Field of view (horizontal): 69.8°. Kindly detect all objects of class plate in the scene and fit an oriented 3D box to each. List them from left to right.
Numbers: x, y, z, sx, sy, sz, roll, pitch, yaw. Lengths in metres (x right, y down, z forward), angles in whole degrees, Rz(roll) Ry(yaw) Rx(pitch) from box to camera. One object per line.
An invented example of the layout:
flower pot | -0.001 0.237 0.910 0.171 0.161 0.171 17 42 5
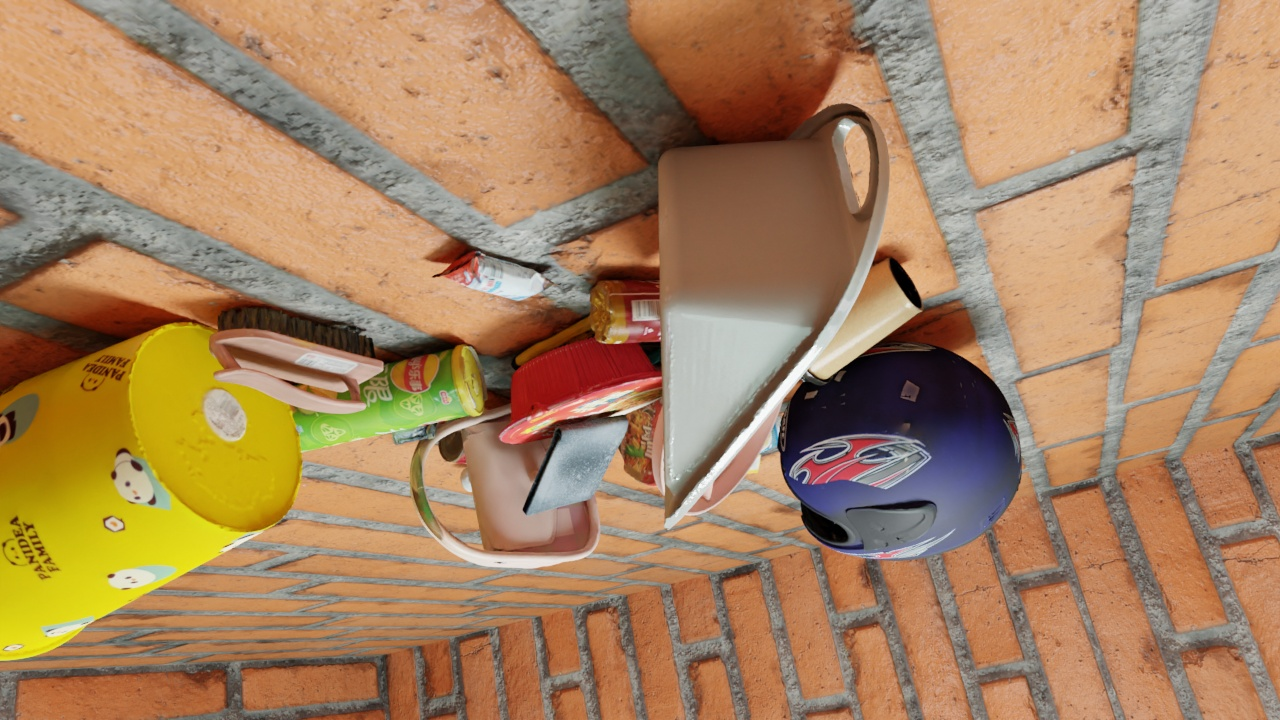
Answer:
plate | 0.086 0.055 0.971 0.028 0.229 0.229 25 180 32

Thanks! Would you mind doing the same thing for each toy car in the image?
toy car | -0.230 0.058 0.954 0.043 0.034 0.090 -8 -157 6

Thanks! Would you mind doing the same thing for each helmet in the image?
helmet | 0.287 0.106 1.120 0.240 0.246 0.316 37 139 -27

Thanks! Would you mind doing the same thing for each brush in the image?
brush | -0.295 0.001 0.780 0.063 0.073 0.145 -23 155 30

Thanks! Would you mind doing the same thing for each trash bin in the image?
trash bin | -0.447 0.099 0.768 0.256 0.229 0.229 -23 157 15

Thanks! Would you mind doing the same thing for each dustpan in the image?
dustpan | 0.082 -0.044 0.639 0.142 0.222 0.258 -2 136 3

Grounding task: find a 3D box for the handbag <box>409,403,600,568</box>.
handbag | -0.159 0.138 1.006 0.094 0.193 0.233 -24 163 34

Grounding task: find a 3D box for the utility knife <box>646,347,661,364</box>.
utility knife | -0.006 0.006 1.021 0.219 0.013 0.029 -29 155 34

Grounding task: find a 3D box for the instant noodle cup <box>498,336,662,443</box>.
instant noodle cup | -0.059 0.025 0.939 0.194 0.066 0.194 -18 168 -4

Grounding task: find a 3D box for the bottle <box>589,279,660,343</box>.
bottle | 0.043 -0.047 0.846 0.174 0.057 0.058 -2 158 -21

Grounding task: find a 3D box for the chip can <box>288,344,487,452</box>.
chip can | -0.266 0.041 0.899 0.221 0.072 0.072 -13 159 5

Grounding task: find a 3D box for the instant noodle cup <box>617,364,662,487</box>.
instant noodle cup | 0.048 0.072 1.067 0.108 0.137 0.138 -1 158 -46

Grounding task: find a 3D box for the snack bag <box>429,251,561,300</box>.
snack bag | -0.117 -0.068 0.756 0.048 0.026 0.104 -12 163 38

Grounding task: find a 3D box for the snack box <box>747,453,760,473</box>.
snack box | 0.091 0.134 1.314 0.140 0.034 0.087 1 -162 -27

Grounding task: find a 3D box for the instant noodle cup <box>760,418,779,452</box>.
instant noodle cup | 0.123 0.094 1.219 0.110 0.099 0.099 -17 160 -7

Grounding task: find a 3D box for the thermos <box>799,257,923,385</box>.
thermos | 0.202 -0.040 0.914 0.144 0.093 0.093 -34 151 30

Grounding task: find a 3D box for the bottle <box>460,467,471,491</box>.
bottle | -0.152 0.139 1.236 0.206 0.059 0.059 -16 159 24

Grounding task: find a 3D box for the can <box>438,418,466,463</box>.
can | -0.179 0.103 1.130 0.053 0.053 0.132 -27 154 36

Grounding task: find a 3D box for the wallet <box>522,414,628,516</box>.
wallet | -0.071 0.111 0.981 0.097 0.019 0.121 -7 130 -45

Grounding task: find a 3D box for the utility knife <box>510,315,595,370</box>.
utility knife | -0.069 -0.022 0.911 0.172 0.015 0.033 -27 157 37
